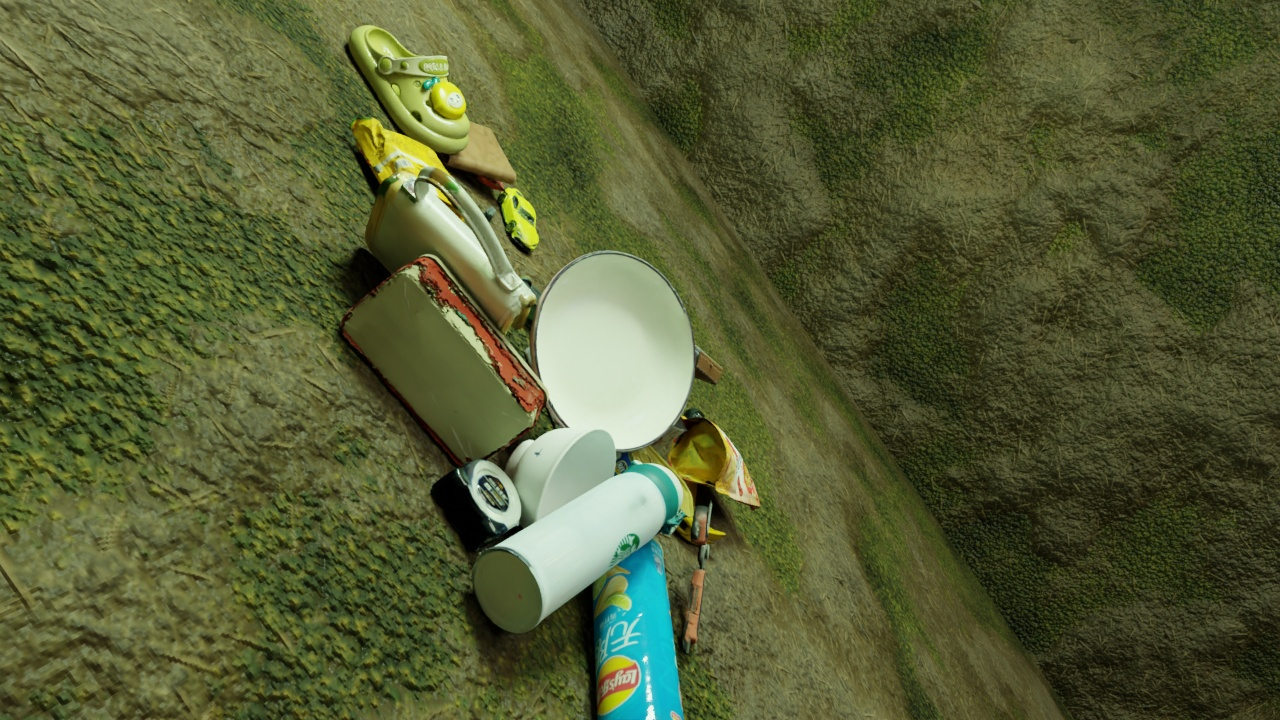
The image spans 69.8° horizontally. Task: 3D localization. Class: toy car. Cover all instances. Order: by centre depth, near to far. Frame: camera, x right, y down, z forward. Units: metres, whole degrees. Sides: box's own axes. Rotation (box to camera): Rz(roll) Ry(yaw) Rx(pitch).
[{"bbox_3d":[-0.120,-0.059,1.071,0.091,0.036,0.043,46,21,-30],"label":"toy car"},{"bbox_3d":[-0.158,-0.189,1.219,0.048,0.032,0.105,37,27,-47],"label":"toy car"}]

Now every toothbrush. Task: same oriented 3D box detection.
[{"bbox_3d":[-0.196,-0.151,1.076,0.014,0.016,0.189,43,21,-13],"label":"toothbrush"}]

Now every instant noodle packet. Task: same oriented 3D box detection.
[{"bbox_3d":[-0.245,-0.200,0.985,0.110,0.044,0.128,54,12,18],"label":"instant noodle packet"}]

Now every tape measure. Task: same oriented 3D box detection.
[{"bbox_3d":[-0.128,0.114,0.737,0.065,0.034,0.066,59,20,6],"label":"tape measure"}]

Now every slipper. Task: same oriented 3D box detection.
[{"bbox_3d":[-0.270,-0.336,1.099,0.190,0.082,0.091,51,34,0],"label":"slipper"}]

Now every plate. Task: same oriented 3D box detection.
[{"bbox_3d":[-0.030,-0.008,0.883,0.192,0.039,0.192,5,83,-38],"label":"plate"}]

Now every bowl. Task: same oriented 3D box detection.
[{"bbox_3d":[-0.080,0.104,0.806,0.065,0.118,0.118,22,3,26],"label":"bowl"}]

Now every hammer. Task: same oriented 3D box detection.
[{"bbox_3d":[0.064,0.138,1.205,0.129,0.033,0.300,51,18,-14],"label":"hammer"}]

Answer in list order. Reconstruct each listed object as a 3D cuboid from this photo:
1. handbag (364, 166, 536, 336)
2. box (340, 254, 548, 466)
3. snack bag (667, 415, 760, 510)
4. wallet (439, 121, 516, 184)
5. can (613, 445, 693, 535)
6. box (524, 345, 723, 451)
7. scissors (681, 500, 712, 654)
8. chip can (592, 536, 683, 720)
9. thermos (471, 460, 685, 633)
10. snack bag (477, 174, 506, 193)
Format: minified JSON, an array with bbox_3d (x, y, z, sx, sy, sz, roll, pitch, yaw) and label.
[{"bbox_3d":[-0.157,-0.097,0.799,0.163,0.179,0.063,45,62,-2],"label":"handbag"},{"bbox_3d":[-0.160,0.003,0.759,0.168,0.091,0.078,51,15,-12],"label":"box"},{"bbox_3d":[0.099,0.129,1.178,0.128,0.073,0.207,61,11,21],"label":"snack bag"},{"bbox_3d":[-0.222,-0.280,1.193,0.101,0.020,0.115,9,43,-43],"label":"wallet"},{"bbox_3d":[-0.010,0.136,0.927,0.102,0.083,0.057,48,19,-22],"label":"can"},{"bbox_3d":[-0.005,0.004,1.042,0.181,0.166,0.150,27,33,-56],"label":"box"},{"bbox_3d":[0.064,0.206,0.972,0.224,0.015,0.189,-74,167,-54],"label":"scissors"},{"bbox_3d":[-0.005,0.239,0.769,0.071,0.071,0.209,46,20,-28],"label":"chip can"},{"bbox_3d":[-0.038,0.145,0.756,0.073,0.073,0.223,57,34,7],"label":"thermos"},{"bbox_3d":[-0.204,-0.262,1.238,0.048,0.026,0.104,37,25,-36],"label":"snack bag"}]
